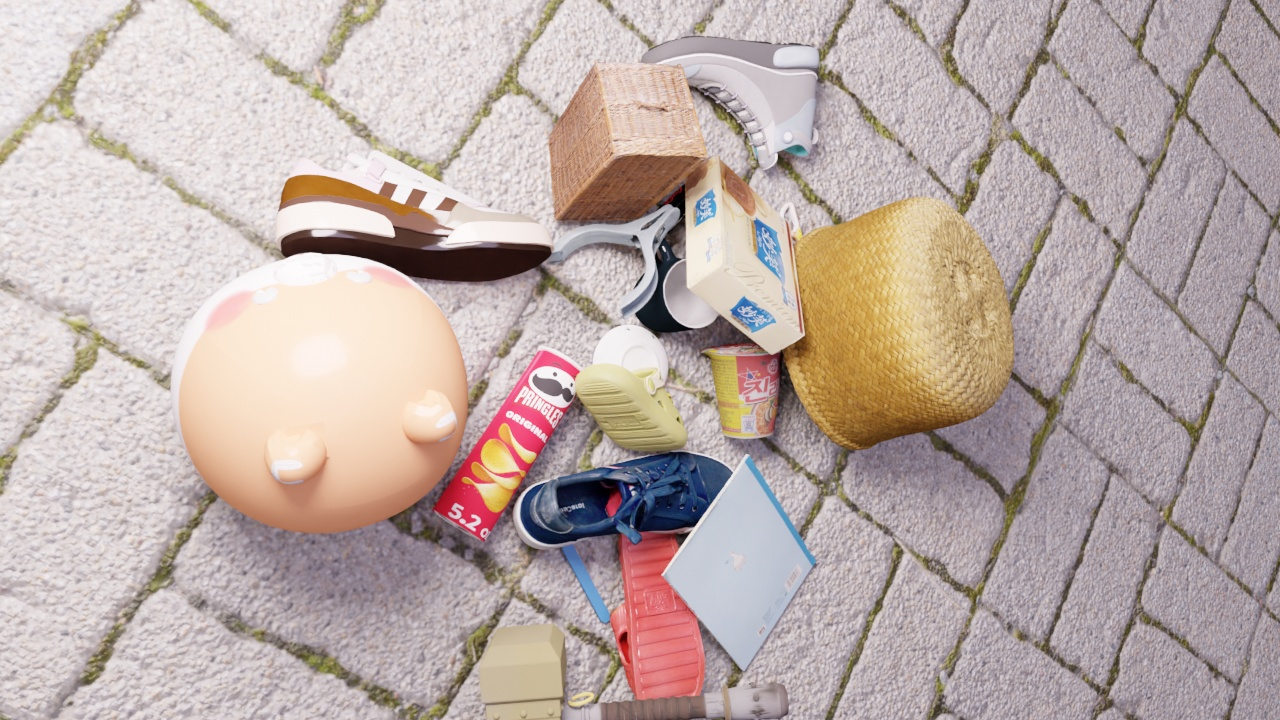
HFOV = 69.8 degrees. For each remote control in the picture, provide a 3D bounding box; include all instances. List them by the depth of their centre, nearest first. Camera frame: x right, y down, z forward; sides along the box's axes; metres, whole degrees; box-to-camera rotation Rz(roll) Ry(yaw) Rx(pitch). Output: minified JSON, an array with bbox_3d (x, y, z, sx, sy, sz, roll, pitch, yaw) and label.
[{"bbox_3d":[-0.241,-0.184,1.032,0.146,0.008,0.045,25,76,-23],"label":"remote control"}]

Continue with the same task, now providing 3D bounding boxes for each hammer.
[{"bbox_3d":[-0.002,0.385,1.002,0.325,0.101,0.190,-4,89,-2],"label":"hammer"}]

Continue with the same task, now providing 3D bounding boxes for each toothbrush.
[{"bbox_3d":[-0.077,0.243,1.094,0.016,0.014,0.166,-33,106,-26],"label":"toothbrush"}]

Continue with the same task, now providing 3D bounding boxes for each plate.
[{"bbox_3d":[-0.007,0.007,1.132,0.104,0.026,0.104,2,86,-27],"label":"plate"}]

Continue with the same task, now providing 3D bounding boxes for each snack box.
[{"bbox_3d":[0.123,-0.130,1.103,0.153,0.055,0.207,35,38,-31],"label":"snack box"}]

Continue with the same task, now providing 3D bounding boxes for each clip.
[{"bbox_3d":[-0.016,-0.106,1.061,0.169,0.031,0.164,-19,57,0],"label":"clip"}]

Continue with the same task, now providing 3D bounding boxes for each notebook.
[{"bbox_3d":[0.131,0.258,1.145,0.180,0.009,0.253,-51,132,-20],"label":"notebook"}]

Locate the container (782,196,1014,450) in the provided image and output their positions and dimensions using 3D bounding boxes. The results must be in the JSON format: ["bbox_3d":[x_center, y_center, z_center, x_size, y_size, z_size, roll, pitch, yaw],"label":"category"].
[{"bbox_3d":[0.335,-0.050,1.172,0.306,0.197,0.306,16,66,-40],"label":"container"}]

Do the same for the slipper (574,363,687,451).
[{"bbox_3d":[-0.010,0.044,1.077,0.190,0.092,0.081,48,40,-48],"label":"slipper"}]

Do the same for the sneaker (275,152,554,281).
[{"bbox_3d":[-0.237,-0.160,0.988,0.293,0.112,0.116,1,73,-26],"label":"sneaker"}]

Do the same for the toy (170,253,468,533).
[{"bbox_3d":[-0.287,0.031,0.850,0.262,0.281,0.266,-16,115,-27],"label":"toy"}]

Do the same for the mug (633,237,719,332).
[{"bbox_3d":[0.036,-0.094,1.120,0.085,0.095,0.121,-25,99,-26],"label":"mug"}]

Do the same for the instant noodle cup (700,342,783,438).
[{"bbox_3d":[0.138,0.038,1.170,0.100,0.100,0.112,-7,98,-27],"label":"instant noodle cup"}]

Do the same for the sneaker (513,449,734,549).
[{"bbox_3d":[0.009,0.157,1.063,0.294,0.128,0.120,-4,70,-31],"label":"sneaker"}]

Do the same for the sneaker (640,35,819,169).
[{"bbox_3d":[0.122,-0.329,1.187,0.256,0.093,0.160,-8,99,-26],"label":"sneaker"}]

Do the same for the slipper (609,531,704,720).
[{"bbox_3d":[0.014,0.311,1.110,0.103,0.059,0.248,2,71,-28],"label":"slipper"}]

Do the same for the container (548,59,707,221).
[{"bbox_3d":[-0.024,-0.243,1.040,0.113,0.199,0.112,-6,78,-26],"label":"container"}]

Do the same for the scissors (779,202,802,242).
[{"bbox_3d":[0.225,-0.162,1.266,0.125,0.011,0.131,-34,101,-26],"label":"scissors"}]

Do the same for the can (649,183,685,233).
[{"bbox_3d":[0.047,-0.195,1.166,0.080,0.032,0.031,-46,107,-21],"label":"can"}]

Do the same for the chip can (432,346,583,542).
[{"bbox_3d":[-0.144,0.093,1.033,0.069,0.069,0.220,38,72,-20],"label":"chip can"}]
